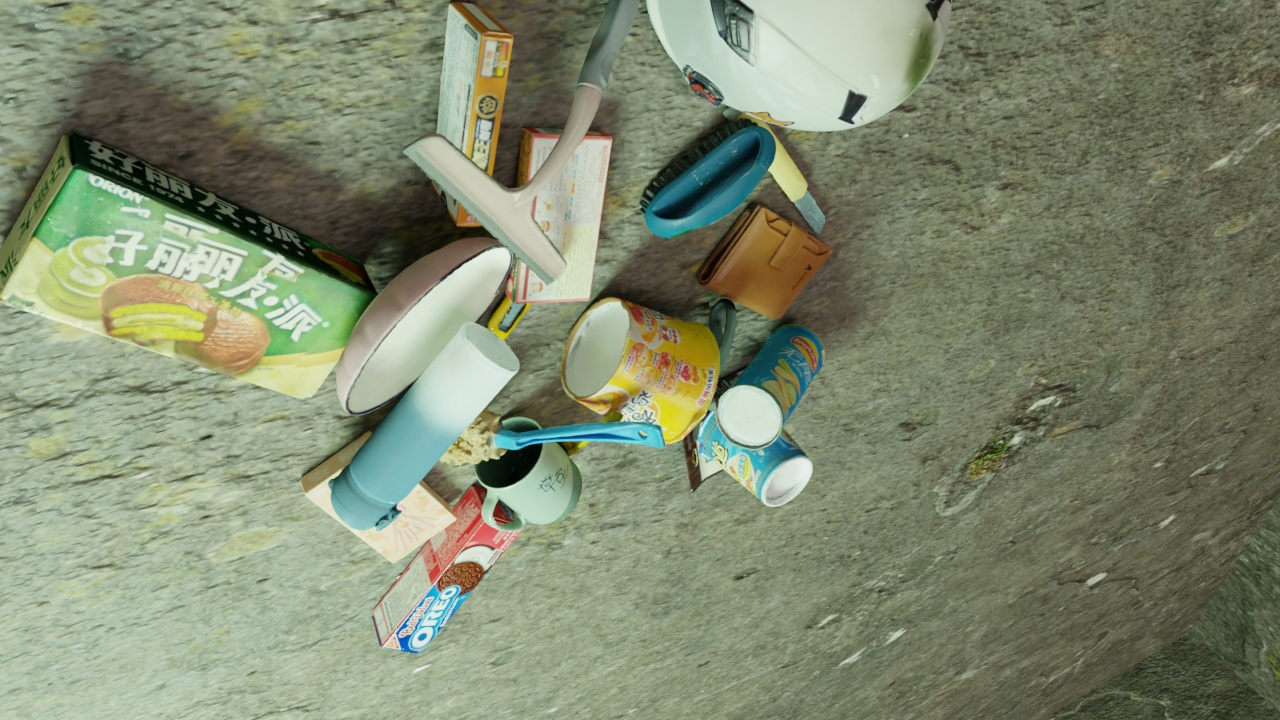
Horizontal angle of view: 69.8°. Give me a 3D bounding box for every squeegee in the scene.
[{"bbox_3d":[-0.049,-0.204,0.713,0.249,0.040,0.247,-64,157,-7],"label":"squeegee"}]

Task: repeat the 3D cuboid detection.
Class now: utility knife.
[{"bbox_3d":[-0.100,-0.073,0.870,0.033,0.015,0.171,26,108,-41],"label":"utility knife"},{"bbox_3d":[0.144,-0.191,0.930,0.031,0.022,0.212,-43,130,7],"label":"utility knife"}]

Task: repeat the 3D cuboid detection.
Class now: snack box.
[{"bbox_3d":[-0.133,-0.188,0.707,0.026,0.075,0.154,-6,129,-30],"label":"snack box"},{"bbox_3d":[-0.330,-0.061,0.693,0.240,0.063,0.114,27,108,-44],"label":"snack box"},{"bbox_3d":[0.098,0.084,1.109,0.125,0.053,0.113,-24,135,-13],"label":"snack box"},{"bbox_3d":[-0.264,0.143,0.939,0.084,0.026,0.157,-35,137,-3],"label":"snack box"},{"bbox_3d":[-0.219,0.236,1.026,0.057,0.058,0.208,27,108,-42],"label":"snack box"},{"bbox_3d":[-0.074,-0.127,0.818,0.077,0.027,0.156,-5,120,-28],"label":"snack box"}]

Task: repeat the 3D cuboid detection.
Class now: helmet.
[{"bbox_3d":[0.150,-0.290,0.749,0.273,0.157,0.230,18,114,-42],"label":"helmet"}]

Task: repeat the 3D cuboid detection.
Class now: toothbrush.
[{"bbox_3d":[-0.053,0.075,0.947,0.015,0.016,0.190,-26,174,-23],"label":"toothbrush"}]

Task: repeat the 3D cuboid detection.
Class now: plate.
[{"bbox_3d":[-0.187,-0.036,0.771,0.192,0.039,0.192,-47,176,-4],"label":"plate"}]

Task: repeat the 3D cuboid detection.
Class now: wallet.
[{"bbox_3d":[0.136,-0.105,0.992,0.131,0.031,0.108,21,114,-44],"label":"wallet"}]

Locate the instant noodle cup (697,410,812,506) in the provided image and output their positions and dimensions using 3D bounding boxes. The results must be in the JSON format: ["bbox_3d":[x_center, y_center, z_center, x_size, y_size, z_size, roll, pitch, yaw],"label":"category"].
[{"bbox_3d":[0.134,0.106,1.039,0.099,0.110,0.099,-21,134,-24],"label":"instant noodle cup"}]

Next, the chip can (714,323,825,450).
[{"bbox_3d":[0.145,0.024,0.993,0.209,0.071,0.071,-42,158,-61],"label":"chip can"}]

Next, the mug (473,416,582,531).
[{"bbox_3d":[-0.122,0.132,0.971,0.111,0.082,0.106,-59,145,-20],"label":"mug"}]

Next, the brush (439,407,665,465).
[{"bbox_3d":[-0.099,0.068,0.874,0.255,0.045,0.083,-1,125,18],"label":"brush"}]

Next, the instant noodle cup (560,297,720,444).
[{"bbox_3d":[-0.005,0.005,0.921,0.109,0.138,0.138,25,110,-36],"label":"instant noodle cup"}]

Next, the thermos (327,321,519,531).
[{"bbox_3d":[-0.201,0.065,0.839,0.221,0.070,0.070,-48,136,14],"label":"thermos"}]

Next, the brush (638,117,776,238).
[{"bbox_3d":[0.067,-0.164,0.858,0.144,0.073,0.055,-36,134,6],"label":"brush"}]

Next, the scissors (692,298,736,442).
[{"bbox_3d":[0.068,0.005,0.970,0.019,0.170,0.181,23,92,-14],"label":"scissors"}]
